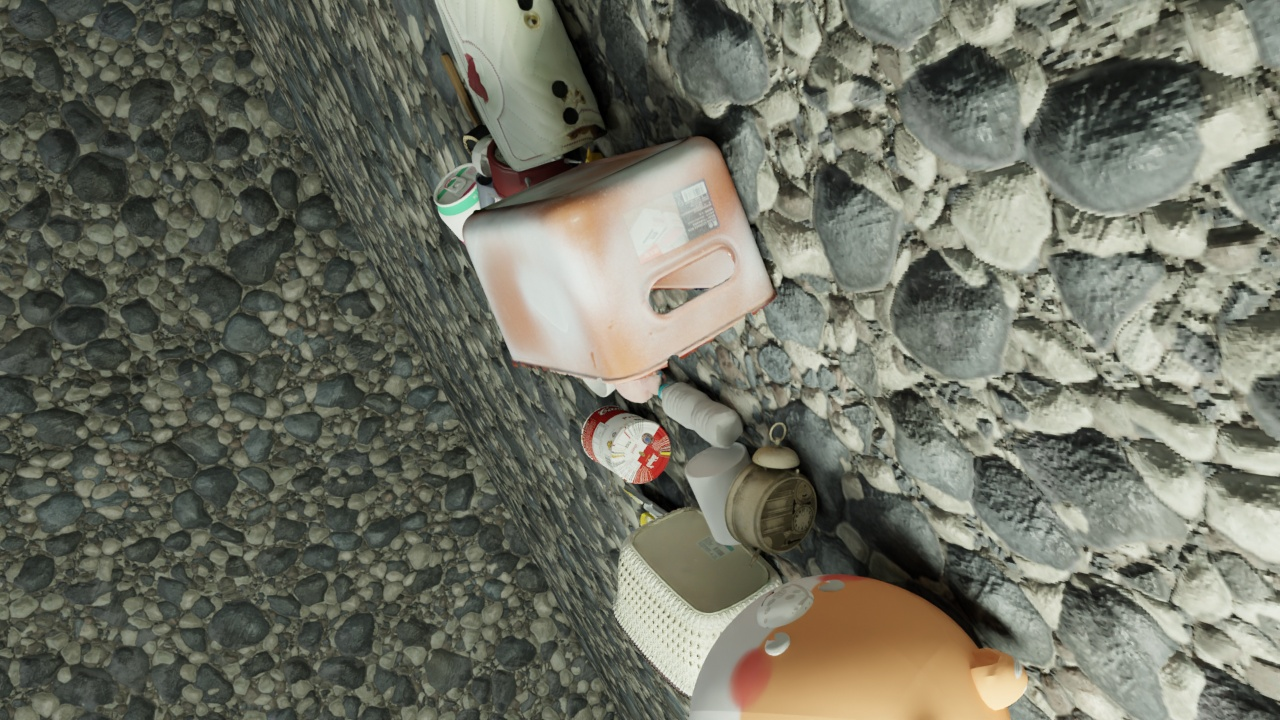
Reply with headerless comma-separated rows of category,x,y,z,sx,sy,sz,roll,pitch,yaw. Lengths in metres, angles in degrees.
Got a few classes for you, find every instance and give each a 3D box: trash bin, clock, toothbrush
trash bin,-0.032,-0.094,0.830,0.260,0.181,0.157,8,124,61
clock,-0.131,-0.228,1.036,0.137,0.096,0.048,44,155,33
clock,0.136,0.131,0.917,0.055,0.092,0.141,19,111,54
toothbrush,-0.233,-0.339,1.255,0.016,0.016,0.167,9,126,65

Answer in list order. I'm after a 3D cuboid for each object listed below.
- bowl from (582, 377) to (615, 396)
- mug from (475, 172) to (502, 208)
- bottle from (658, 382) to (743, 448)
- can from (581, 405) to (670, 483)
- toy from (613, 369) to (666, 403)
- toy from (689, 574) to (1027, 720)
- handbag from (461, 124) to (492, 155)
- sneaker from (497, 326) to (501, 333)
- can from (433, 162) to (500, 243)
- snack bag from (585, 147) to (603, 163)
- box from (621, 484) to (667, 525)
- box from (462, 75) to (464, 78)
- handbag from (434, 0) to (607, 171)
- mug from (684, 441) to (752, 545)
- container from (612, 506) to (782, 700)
bowl,-0.055,-0.013,1.226,0.114,0.050,0.115,50,159,27
mug,-0.136,-0.175,1.107,0.124,0.083,0.104,16,156,2
bottle,0.062,0.057,1.040,0.136,0.044,0.044,31,146,55
can,-0.021,0.115,1.273,0.116,0.086,0.087,18,135,64
toy,-0.007,0.007,1.133,0.105,0.053,0.108,5,123,61
toy,0.183,0.312,0.789,0.265,0.262,0.282,58,144,-2
handbag,-0.181,-0.269,1.188,0.129,0.054,0.079,21,149,57
sneaker,-0.171,-0.058,1.324,0.087,0.079,0.235,60,178,-14
can,-0.195,-0.177,1.219,0.088,0.088,0.166,40,172,45
snack bag,-0.032,-0.180,0.968,0.099,0.020,0.026,58,163,7
box,0.042,0.265,1.409,0.210,0.045,0.128,23,139,62
box,-0.187,-0.395,1.029,0.138,0.030,0.187,32,147,43
handbag,-0.120,-0.294,0.909,0.142,0.096,0.198,11,127,65
mug,0.100,0.143,1.050,0.110,0.074,0.090,-94,-19,-72
container,0.078,0.304,1.177,0.252,0.184,0.143,36,139,47
